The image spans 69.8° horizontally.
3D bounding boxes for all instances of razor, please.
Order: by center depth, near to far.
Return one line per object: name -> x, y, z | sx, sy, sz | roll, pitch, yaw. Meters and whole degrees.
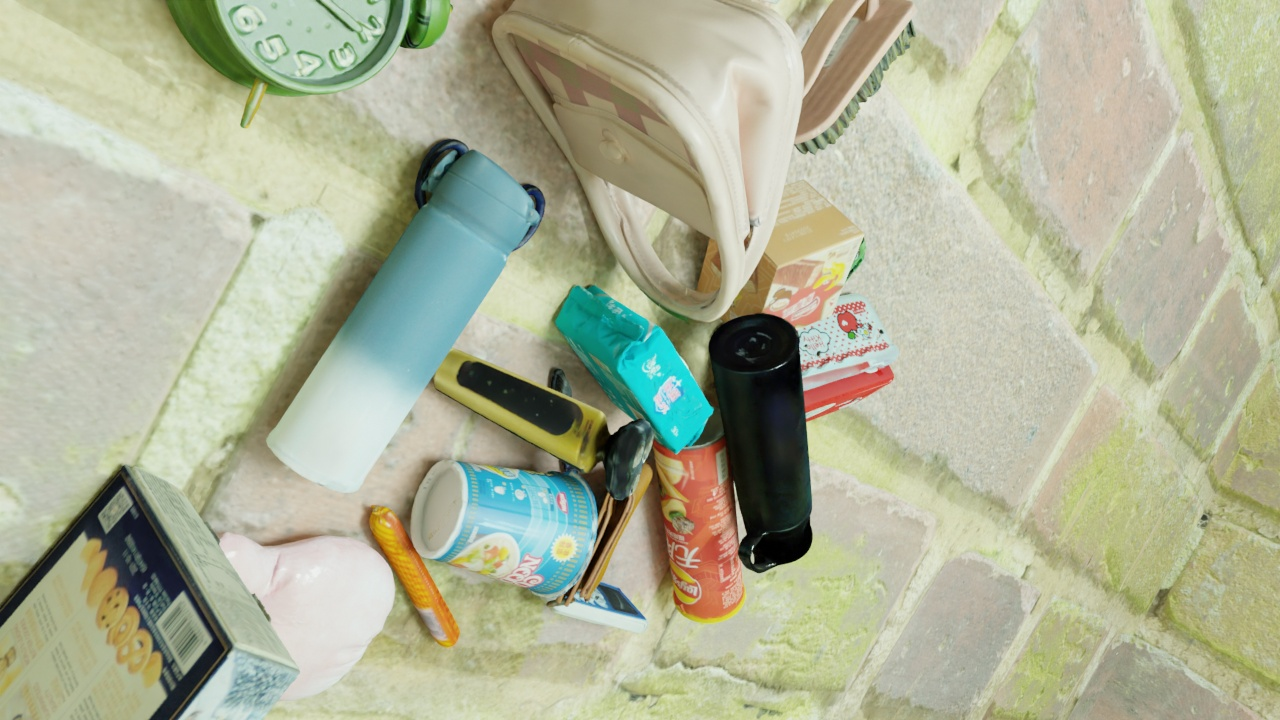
razor -> -0.067, 0.039, 0.644 | 0.167, 0.068, 0.062 | 28, 69, -13

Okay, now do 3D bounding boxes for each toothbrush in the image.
toothbrush -> -0.056, 0.088, 0.751 | 0.014, 0.017, 0.189 | -26, 128, -31

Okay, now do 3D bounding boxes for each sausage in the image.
sausage -> -0.167, 0.164, 0.685 | 0.021, 0.021, 0.165 | -35, 131, -24

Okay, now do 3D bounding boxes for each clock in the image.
clock -> -0.162, -0.201, 0.473 | 0.161, 0.056, 0.116 | -39, 133, -21

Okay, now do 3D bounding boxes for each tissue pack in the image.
tissue pack -> -0.004, 0.004, 0.697 | 0.050, 0.093, 0.133 | -44, 135, -10

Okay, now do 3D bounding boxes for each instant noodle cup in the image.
instant noodle cup -> -0.105, 0.118, 0.674 | 0.109, 0.099, 0.099 | 20, 97, -38

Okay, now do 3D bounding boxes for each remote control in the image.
remote control -> -0.044, 0.210, 0.801 | 0.125, 0.049, 0.024 | 31, 96, -46

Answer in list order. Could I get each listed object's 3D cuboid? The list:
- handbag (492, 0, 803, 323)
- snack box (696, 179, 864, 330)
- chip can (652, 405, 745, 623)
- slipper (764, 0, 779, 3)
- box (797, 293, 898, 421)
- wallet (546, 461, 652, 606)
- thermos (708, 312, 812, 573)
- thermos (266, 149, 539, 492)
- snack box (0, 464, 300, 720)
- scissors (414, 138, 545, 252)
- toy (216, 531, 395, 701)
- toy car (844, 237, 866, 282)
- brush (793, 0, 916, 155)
handbag -> 0.010, -0.122, 0.588 | 0.093, 0.193, 0.234 | -36, 141, -20
snack box -> 0.111, -0.078, 0.745 | 0.092, 0.077, 0.095 | -22, 146, -27
chip can -> 0.054, 0.142, 0.837 | 0.073, 0.073, 0.217 | -29, 129, -28
slipper -> -0.012, -0.279, 0.531 | 0.274, 0.114, 0.054 | 10, 117, -38
box -> 0.147, 0.008, 0.875 | 0.200, 0.100, 0.095 | -14, 162, -36
wallet -> -0.028, 0.143, 0.745 | 0.119, 0.035, 0.130 | -60, 175, 5
thermos -> 0.102, 0.082, 0.754 | 0.089, 0.068, 0.243 | -53, 143, -37
thermos -> -0.144, -0.026, 0.566 | 0.070, 0.070, 0.220 | 31, 93, -46
snack box -> -0.283, 0.172, 0.470 | 0.182, 0.178, 0.046 | -52, 139, -7
scissors -> -0.129, -0.068, 0.605 | 0.162, 0.012, 0.163 | -34, 132, -23
toy -> -0.235, 0.163, 0.598 | 0.121, 0.054, 0.159 | -57, 139, -6
toy car -> 0.170, -0.083, 0.844 | 0.091, 0.043, 0.036 | -44, 135, -16
brush -> 0.155, -0.236, 0.738 | 0.145, 0.063, 0.073 | -53, 140, -4
